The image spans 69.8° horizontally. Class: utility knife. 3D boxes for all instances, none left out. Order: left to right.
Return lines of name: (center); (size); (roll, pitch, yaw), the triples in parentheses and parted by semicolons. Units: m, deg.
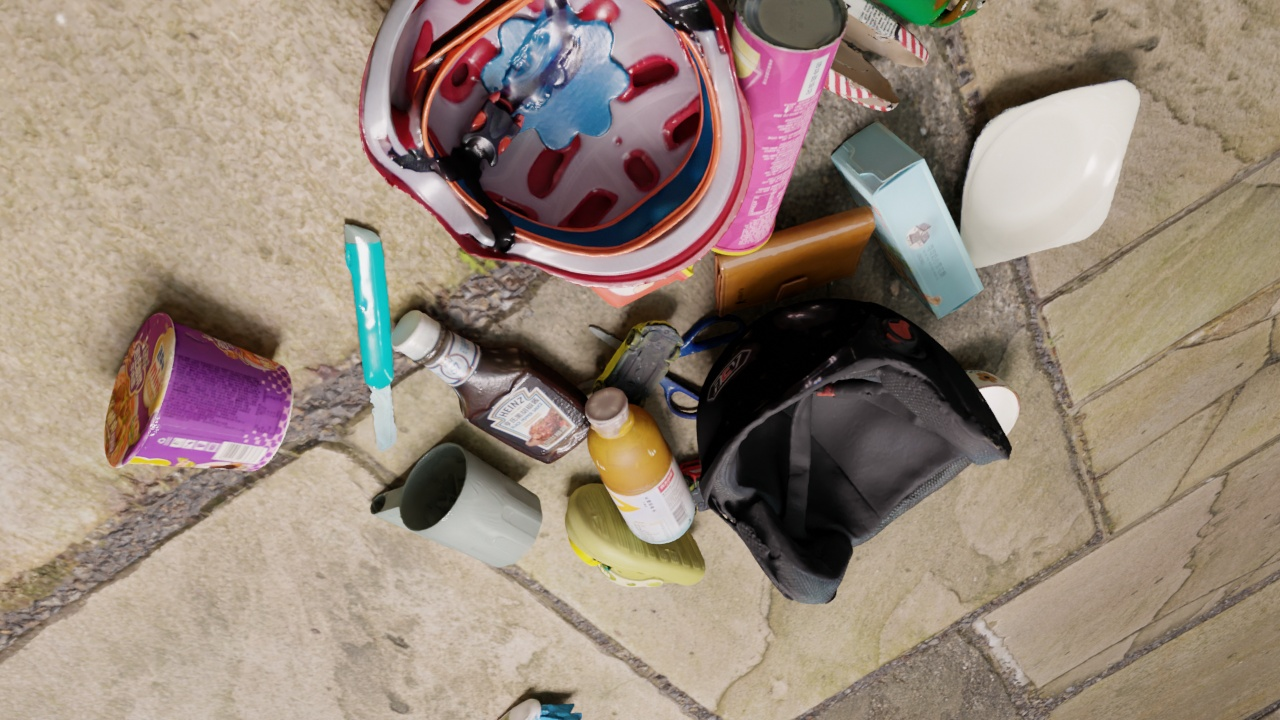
utility knife: (-0.213, -0.011, 0.733); (0.029, 0.013, 0.222); (-8, 127, -18)

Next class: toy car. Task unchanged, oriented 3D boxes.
toy car: (-0.005, 0.005, 0.804); (0.048, 0.032, 0.105); (20, 121, -27)
toy car: (0.074, 0.124, 0.938); (0.120, 0.045, 0.053); (-11, 132, -6)

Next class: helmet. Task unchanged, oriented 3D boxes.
helmet: (-0.049, -0.168, 0.580); (0.207, 0.143, 0.240); (-41, 126, 16)
helmet: (0.161, 0.056, 0.792); (0.274, 0.230, 0.234); (23, 120, -36)

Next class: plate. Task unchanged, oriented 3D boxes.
plate: (0.353, -0.167, 0.819); (0.164, 0.034, 0.164); (-15, 131, -10)

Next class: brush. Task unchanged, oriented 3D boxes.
brush: (-0.207, 0.516, 1.146); (0.109, 0.060, 0.315); (29, 115, -31)

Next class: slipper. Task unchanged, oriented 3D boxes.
slipper: (-0.012, 0.195, 0.935); (0.082, 0.091, 0.190); (-44, 133, 19)

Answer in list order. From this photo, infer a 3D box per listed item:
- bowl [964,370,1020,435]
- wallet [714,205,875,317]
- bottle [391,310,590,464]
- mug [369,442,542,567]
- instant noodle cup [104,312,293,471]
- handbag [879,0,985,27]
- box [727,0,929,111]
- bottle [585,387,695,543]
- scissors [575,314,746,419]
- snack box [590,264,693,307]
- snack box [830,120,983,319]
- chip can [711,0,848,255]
bowl: (0.336, 0.052, 0.974); (0.113, 0.062, 0.114); (-11, 131, -12)
wallet: (0.126, -0.081, 0.783); (0.130, 0.035, 0.119); (-18, 157, -2)
bottle: (-0.123, 0.021, 0.776); (0.080, 0.044, 0.195); (-38, 130, 17)
mug: (-0.167, 0.139, 0.840); (0.124, 0.083, 0.103); (-20, 140, 31)
instant noodle cup: (-0.318, 0.031, 0.670); (0.099, 0.111, 0.112); (19, 119, -44)
handbag: (0.157, -0.277, 0.594); (0.131, 0.120, 0.068); (17, 125, -34)
box: (0.138, -0.244, 0.651); (0.163, 0.074, 0.081); (17, 131, -28)
bottle: (-0.003, 0.095, 0.823); (0.068, 0.068, 0.190); (-25, 136, -1)
scissors: (0.022, 0.005, 0.843); (0.176, 0.012, 0.162); (-28, 132, 5)
snack box: (-0.013, -0.092, 0.705); (0.080, 0.082, 0.091); (-32, 133, 19)
snack box: (0.230, -0.116, 0.785); (0.052, 0.074, 0.175); (-36, 132, 9)
chip can: (0.081, -0.162, 0.638); (0.071, 0.071, 0.211); (-13, 154, -12)
